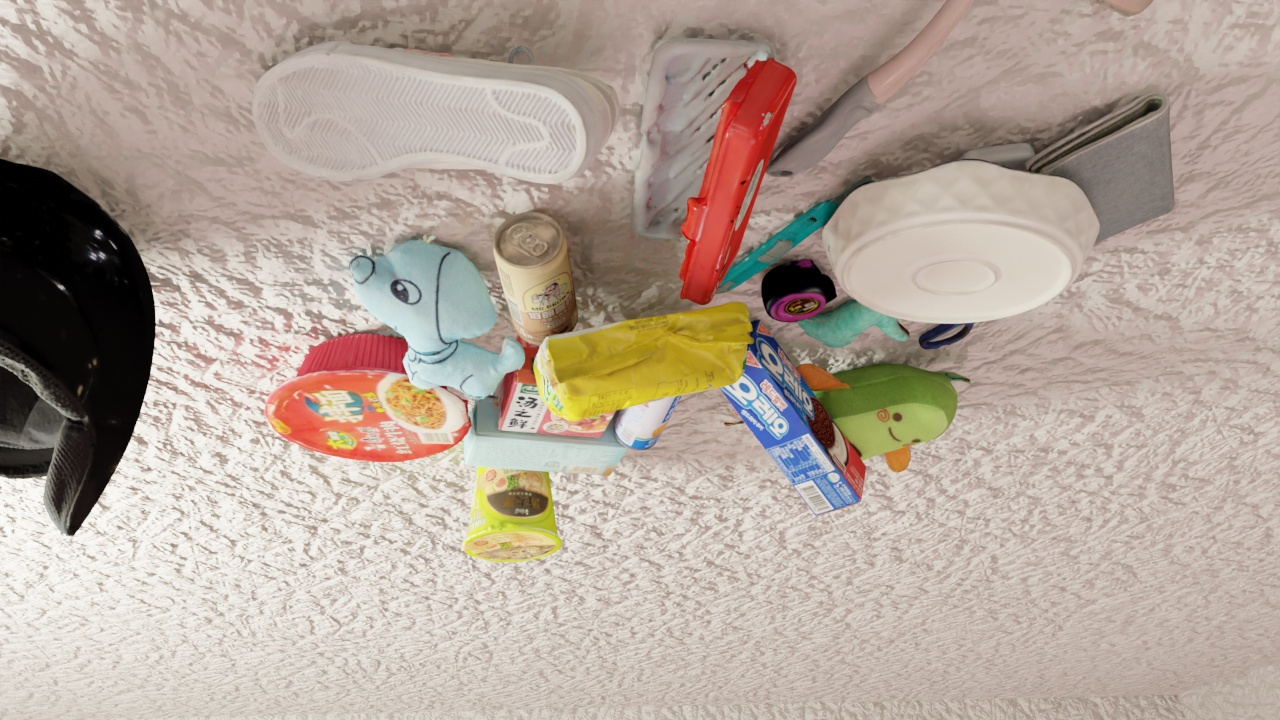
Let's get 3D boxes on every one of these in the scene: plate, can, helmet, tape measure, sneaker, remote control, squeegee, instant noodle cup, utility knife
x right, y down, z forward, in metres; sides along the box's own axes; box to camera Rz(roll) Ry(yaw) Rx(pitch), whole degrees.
[{"bbox_3d":[0.248,-0.083,0.727,0.205,0.045,0.205,6,158,2],"label":"plate"},{"bbox_3d":[-0.085,-0.065,0.759,0.058,0.058,0.116,-3,149,0],"label":"can"},{"bbox_3d":[-0.474,-0.009,0.653,0.233,0.229,0.276,27,149,-27],"label":"helmet"},{"bbox_3d":[0.135,-0.062,0.807,0.057,0.039,0.057,15,145,-36],"label":"tape measure"},{"bbox_3d":[-0.129,-0.163,0.586,0.242,0.090,0.090,7,122,17],"label":"sneaker"},{"bbox_3d":[0.010,0.042,0.953,0.053,0.053,0.135,4,148,-12],"label":"can"},{"bbox_3d":[0.277,-0.121,0.739,0.056,0.020,0.136,-6,149,5],"label":"remote control"},{"bbox_3d":[0.159,-0.188,0.598,0.247,0.040,0.250,13,146,-26],"label":"squeegee"},{"bbox_3d":[-0.149,0.157,1.064,0.111,0.123,0.112,-4,150,-2],"label":"instant noodle cup"},{"bbox_3d":[0.121,-0.100,0.765,0.029,0.013,0.187,12,146,-37],"label":"utility knife"},{"bbox_3d":[-0.262,0.033,0.900,0.194,0.065,0.194,-2,149,-1],"label":"instant noodle cup"}]

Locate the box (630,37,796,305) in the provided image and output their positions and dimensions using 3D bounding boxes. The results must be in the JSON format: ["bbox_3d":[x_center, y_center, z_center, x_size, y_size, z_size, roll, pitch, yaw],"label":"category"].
[{"bbox_3d":[0.037,-0.137,0.652,0.098,0.095,0.202,26,151,8],"label":"box"}]

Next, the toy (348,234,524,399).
[{"bbox_3d":[-0.171,-0.037,0.781,0.161,0.049,0.157,14,121,-13],"label":"toy"}]

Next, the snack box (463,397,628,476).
[{"bbox_3d":[-0.104,0.085,1.016,0.174,0.051,0.074,6,147,-17],"label":"snack box"}]

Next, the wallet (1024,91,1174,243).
[{"bbox_3d":[0.350,-0.137,0.704,0.107,0.037,0.129,-26,145,18],"label":"wallet"}]

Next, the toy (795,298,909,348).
[{"bbox_3d":[0.206,-0.035,0.864,0.096,0.030,0.092,31,138,-31],"label":"toy"}]

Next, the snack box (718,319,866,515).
[{"bbox_3d":[0.145,0.058,0.901,0.057,0.058,0.207,-26,112,34],"label":"snack box"}]

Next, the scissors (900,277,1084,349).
[{"bbox_3d":[0.322,-0.052,0.867,0.162,0.012,0.163,0,148,-5],"label":"scissors"}]

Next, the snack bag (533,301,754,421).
[{"bbox_3d":[-0.005,0.004,0.767,0.158,0.068,0.247,-12,178,-9],"label":"snack bag"}]

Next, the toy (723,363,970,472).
[{"bbox_3d":[0.221,0.063,0.974,0.247,0.089,0.227,-21,140,34],"label":"toy"}]

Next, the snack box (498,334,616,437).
[{"bbox_3d":[-0.079,0.029,0.931,0.113,0.044,0.127,6,148,-15],"label":"snack box"}]
